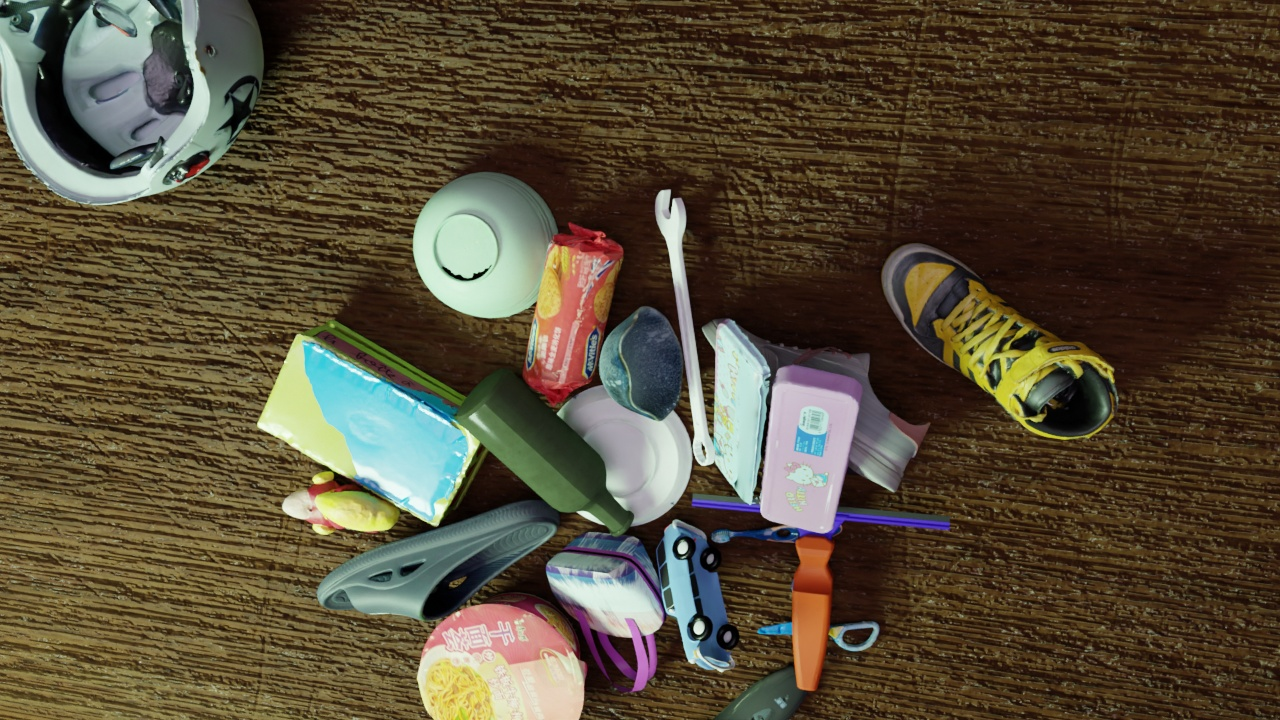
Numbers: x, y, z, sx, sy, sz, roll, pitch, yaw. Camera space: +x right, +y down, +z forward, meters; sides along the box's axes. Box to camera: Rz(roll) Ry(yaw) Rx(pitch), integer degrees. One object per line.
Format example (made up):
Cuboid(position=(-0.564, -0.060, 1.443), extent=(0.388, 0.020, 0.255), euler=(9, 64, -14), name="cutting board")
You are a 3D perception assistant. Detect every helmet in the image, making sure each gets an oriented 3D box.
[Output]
Cuboid(position=(-0.477, -0.280, 0.885), extent=(0.236, 0.163, 0.264), euler=(39, 110, 5), name="helmet")

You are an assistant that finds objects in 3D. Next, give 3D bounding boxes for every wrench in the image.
Cuboid(position=(0.045, -0.031, 0.900), extent=(0.009, 0.047, 0.273), euler=(-11, 97, -25), name="wrench")

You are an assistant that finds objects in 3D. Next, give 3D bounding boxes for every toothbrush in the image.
Cuboid(position=(0.139, 0.178, 0.945), extent=(0.135, 0.017, 0.021), euler=(-5, 104, 11), name="toothbrush")

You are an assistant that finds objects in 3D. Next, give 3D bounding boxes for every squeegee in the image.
Cuboid(position=(0.172, 0.235, 0.917), extent=(0.250, 0.055, 0.184), euler=(3, 88, 14), name="squeegee")

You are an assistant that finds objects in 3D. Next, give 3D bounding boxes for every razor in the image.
Cuboid(position=(0.119, 0.377, 0.962), extent=(0.140, 0.063, 0.053), euler=(-42, 93, 3), name="razor")

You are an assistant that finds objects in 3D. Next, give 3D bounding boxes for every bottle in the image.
Cuboid(position=(-0.086, 0.100, 0.915), extent=(0.071, 0.071, 0.207), euler=(-40, 109, 14), name="bottle")

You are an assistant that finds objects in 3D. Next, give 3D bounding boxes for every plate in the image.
Cuboid(position=(-0.025, 0.102, 0.958), extent=(0.157, 0.014, 0.157), euler=(2, 102, 9), name="plate")

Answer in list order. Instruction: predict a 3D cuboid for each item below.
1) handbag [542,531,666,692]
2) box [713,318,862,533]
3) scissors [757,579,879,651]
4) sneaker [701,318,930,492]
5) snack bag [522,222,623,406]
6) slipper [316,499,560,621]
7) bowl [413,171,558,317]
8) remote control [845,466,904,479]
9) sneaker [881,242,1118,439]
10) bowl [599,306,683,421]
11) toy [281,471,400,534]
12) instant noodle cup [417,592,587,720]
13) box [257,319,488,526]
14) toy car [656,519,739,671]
Cuboid(position=(-0.029, 0.272, 0.965), extent=(0.145, 0.067, 0.170), euler=(-2, 112, 35), name="handbag")
Cuboid(position=(0.121, 0.069, 0.834), extent=(0.149, 0.050, 0.215), euler=(31, 147, 27), name="box")
Cuboid(position=(0.187, 0.275, 0.954), extent=(0.130, 0.014, 0.125), euler=(5, 94, 5), name="scissors")
Cuboid(position=(0.170, 0.019, 0.870), extent=(0.236, 0.099, 0.089), euler=(39, 88, 10), name="sneaker")
Cuboid(position=(-0.066, -0.047, 0.907), extent=(0.082, 0.082, 0.176), euler=(16, 104, 6), name="snack bag")
Cuboid(position=(-0.202, 0.227, 0.957), extent=(0.268, 0.111, 0.083), euler=(-22, 64, 7), name="slipper")
Cuboid(position=(-0.161, -0.112, 0.909), extent=(0.151, 0.077, 0.151), euler=(2, 100, 10), name="bowl")
Cuboid(position=(0.195, 0.097, 0.921), extent=(0.136, 0.015, 0.032), euler=(5, 101, 8), name="remote control")
Cuboid(position=(0.321, -0.014, 0.825), extent=(0.238, 0.122, 0.086), euler=(37, 102, 0), name="sneaker")
Cuboid(position=(-0.005, 0.005, 0.901), extent=(0.055, 0.110, 0.110), euler=(-6, 100, 33), name="bowl")
Cuboid(position=(-0.310, 0.156, 0.978), extent=(0.138, 0.105, 0.067), euler=(-1, 72, 39), name="toy")
Cuboid(position=(-0.139, 0.329, 0.989), extent=(0.179, 0.077, 0.179), euler=(2, 102, 10), name="instant noodle cup")
Cuboid(position=(-0.269, 0.065, 0.961), extent=(0.221, 0.082, 0.124), euler=(27, 105, 0), name="box")
Cuboid(position=(0.053, 0.235, 0.909), extent=(0.055, 0.153, 0.056), euler=(-34, 136, 27), name="toy car")
